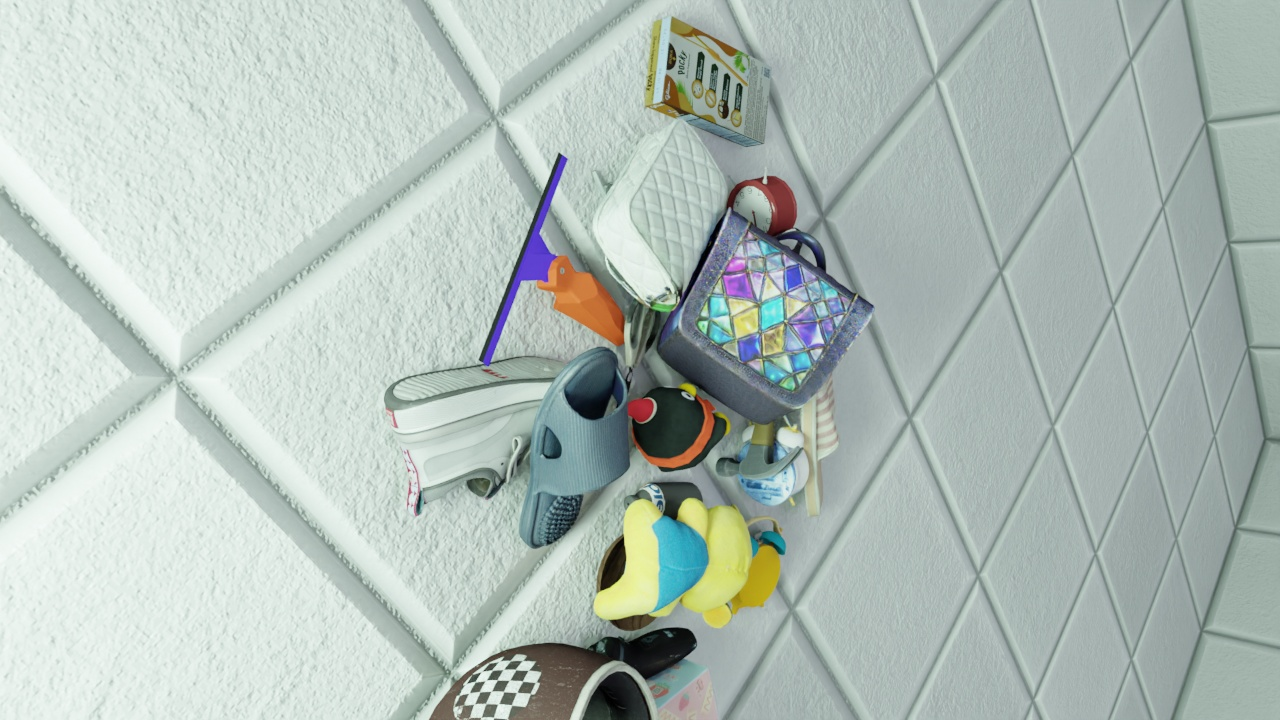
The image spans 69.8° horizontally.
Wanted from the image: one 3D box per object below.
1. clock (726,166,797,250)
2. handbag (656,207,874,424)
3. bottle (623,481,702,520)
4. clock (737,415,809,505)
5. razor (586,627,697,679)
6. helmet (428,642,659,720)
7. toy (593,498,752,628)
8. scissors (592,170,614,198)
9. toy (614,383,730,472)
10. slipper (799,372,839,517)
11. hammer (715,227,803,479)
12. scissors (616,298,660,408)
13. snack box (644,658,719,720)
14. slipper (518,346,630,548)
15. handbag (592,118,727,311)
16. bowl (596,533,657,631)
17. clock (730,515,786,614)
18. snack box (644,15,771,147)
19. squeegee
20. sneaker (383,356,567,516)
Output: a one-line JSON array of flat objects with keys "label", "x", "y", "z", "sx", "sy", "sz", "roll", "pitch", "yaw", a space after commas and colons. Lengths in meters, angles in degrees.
[{"label": "clock", "x": 0.155, "y": -0.180, "z": 1.164, "sx": 0.044, "sy": 0.087, "sz": 0.124, "roll": -20, "pitch": 103, "yaw": -40}, {"label": "handbag", "x": 0.147, "y": -0.060, "z": 1.082, "sx": 0.205, "sy": 0.126, "sz": 0.221, "roll": 34, "pitch": 72, "yaw": -2}, {"label": "bottle", "x": 0.026, "y": 0.168, "z": 1.092, "sx": 0.112, "sy": 0.047, "sz": 0.047, "roll": 6, "pitch": 88, "yaw": -43}, {"label": "clock", "x": 0.173, "y": 0.127, "z": 1.199, "sx": 0.051, "sy": 0.089, "sz": 0.125, "roll": -11, "pitch": 102, "yaw": -48}, {"label": "razor", "x": 0.002, "y": 0.333, "z": 1.058, "sx": 0.140, "sy": 0.053, "sz": 0.064, "roll": -11, "pitch": 118, "yaw": -30}, {"label": "helmet", "x": -0.080, "y": 0.392, "z": 0.860, "sx": 0.233, "sy": 0.254, "sz": 0.233, "roll": 62, "pitch": 29, "yaw": -32}, {"label": "toy", "x": 0.057, "y": 0.232, "z": 1.052, "sx": 0.213, "sy": 0.084, "sz": 0.149, "roll": 15, "pitch": 92, "yaw": -45}, {"label": "scissors", "x": 0.000, "y": -0.163, "z": 1.070, "sx": 0.141, "sy": 0.014, "sz": 0.165, "roll": -44, "pitch": 118, "yaw": -33}, {"label": "toy", "x": 0.035, "y": 0.073, "z": 1.053, "sx": 0.099, "sy": 0.097, "sz": 0.119, "roll": -57, "pitch": 146, "yaw": -11}, {"label": "slipper", "x": 0.242, "y": 0.091, "z": 1.243, "sx": 0.114, "sy": 0.052, "sz": 0.263, "roll": -69, "pitch": 156, "yaw": -64}, {"label": "hammer", "x": 0.172, "y": -0.011, "z": 1.182, "sx": 0.025, "sy": 0.118, "sz": 0.332, "roll": 21, "pitch": 74, "yaw": -45}, {"label": "scissors", "x": -0.012, "y": 0.000, "z": 1.048, "sx": 0.163, "sy": 0.013, "sz": 0.154, "roll": -59, "pitch": 155, "yaw": -34}, {"label": "snack box", "x": 0.024, "y": 0.402, "z": 1.071, "sx": 0.094, "sy": 0.093, "sz": 0.079, "roll": -25, "pitch": 109, "yaw": -40}, {"label": "slipper", "x": -0.053, "y": 0.103, "z": 0.907, "sx": 0.101, "sy": 0.082, "sz": 0.264, "roll": -31, "pitch": 147, "yaw": -45}, {"label": "handbag", "x": 0.025, "y": -0.165, "z": 1.031, "sx": 0.139, "sy": 0.073, "sz": 0.194, "roll": 52, "pitch": 47, "yaw": -29}, {"label": "bowl", "x": -0.013, "y": 0.251, "z": 1.069, "sx": 0.119, "sy": 0.032, "sz": 0.119, "roll": -3, "pitch": 94, "yaw": -43}, {"label": "clock", "x": 0.152, "y": 0.270, "z": 1.219, "sx": 0.099, "sy": 0.044, "sz": 0.129, "roll": 2, "pitch": 98, "yaw": -43}, {"label": "snack box", "x": 0.087, "y": -0.338, "z": 1.128, "sx": 0.185, "sy": 0.032, "sz": 0.101, "roll": 8, "pitch": 87, "yaw": -43}, {"label": "squeegee", "x": -0.064, "y": -0.067, "z": 0.986, "sx": 0.185, "sy": 0.055, "sz": 0.249, "roll": 44, "pitch": 56, "yaw": -48}, {"label": "sneaker", "x": -0.129, "y": 0.068, "z": 0.917, "sx": 0.262, "sy": 0.097, "sz": 0.129, "roll": -13, "pitch": 113, "yaw": -43}]
